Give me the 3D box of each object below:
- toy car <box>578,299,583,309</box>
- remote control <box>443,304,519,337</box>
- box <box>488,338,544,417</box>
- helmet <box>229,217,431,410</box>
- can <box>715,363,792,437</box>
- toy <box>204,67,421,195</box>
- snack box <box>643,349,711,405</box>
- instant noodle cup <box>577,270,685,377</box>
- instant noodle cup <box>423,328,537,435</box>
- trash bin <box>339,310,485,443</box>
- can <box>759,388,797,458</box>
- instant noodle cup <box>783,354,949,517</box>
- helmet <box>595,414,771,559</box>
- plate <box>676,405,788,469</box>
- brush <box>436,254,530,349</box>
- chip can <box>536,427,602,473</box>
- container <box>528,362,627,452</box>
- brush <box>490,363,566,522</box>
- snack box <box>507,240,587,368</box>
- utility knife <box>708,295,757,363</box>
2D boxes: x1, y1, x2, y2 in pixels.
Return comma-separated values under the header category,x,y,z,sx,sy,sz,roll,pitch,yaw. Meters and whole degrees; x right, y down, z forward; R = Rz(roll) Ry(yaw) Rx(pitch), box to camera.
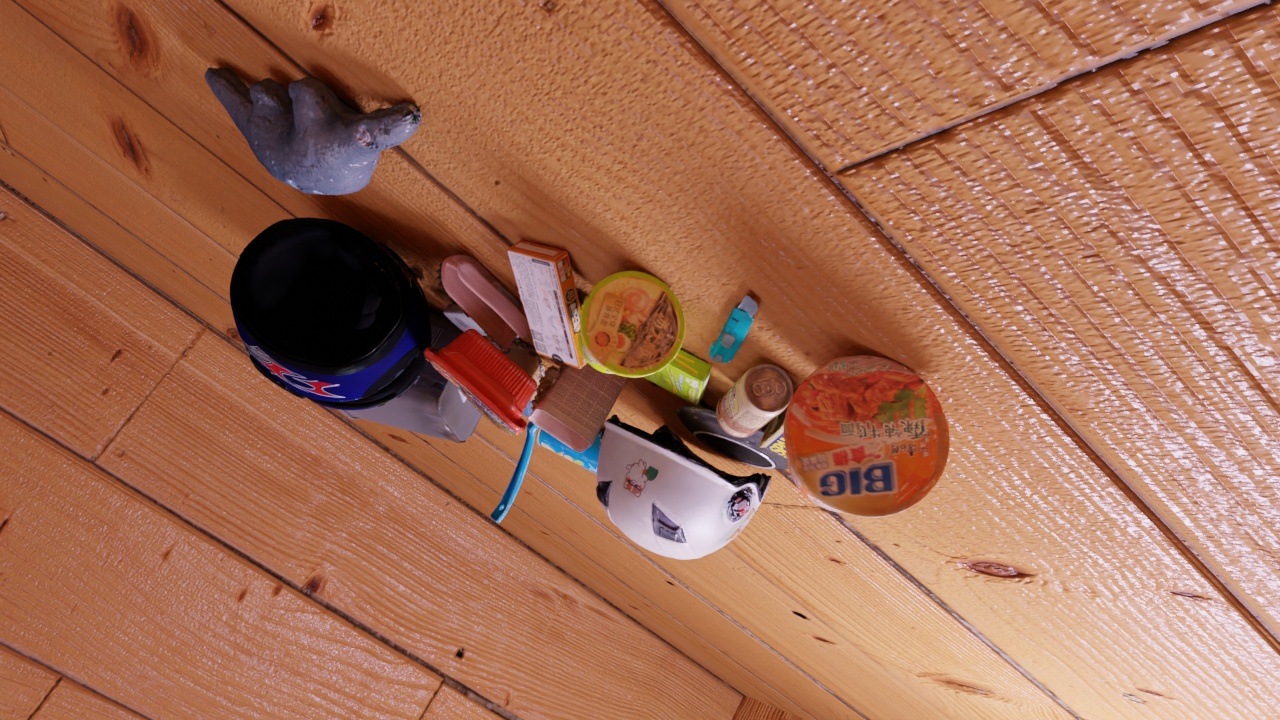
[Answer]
category,x,y,z,sx,sy,sz,roll,pitch,yaw
toy car,-0.099,-0.063,1.124,0.091,0.034,0.043,21,141,29
remote control,-0.231,-0.059,1.342,0.150,0.021,0.058,6,148,49
box,-0.198,0.025,1.435,0.090,0.061,0.184,28,158,12
helmet,-0.408,-0.044,1.278,0.315,0.247,0.240,36,164,26
can,0.126,0.046,1.028,0.058,0.058,0.116,32,160,0
toy,-0.364,-0.251,1.020,0.357,0.091,0.138,16,127,33
snack box,0.010,-0.004,1.122,0.156,0.026,0.086,28,161,10
instant noodle cup,-0.021,-0.030,1.007,0.111,0.111,0.123,34,167,-7
instant noodle cup,-0.207,0.022,1.234,0.164,0.079,0.189,41,174,-8
trash bin,-0.365,0.015,1.481,0.220,0.198,0.199,17,156,19
can,0.190,0.084,1.029,0.083,0.057,0.102,28,160,2
instant noodle cup,0.207,0.081,0.886,0.151,0.151,0.111,28,167,9
helmet,0.039,0.182,1.230,0.230,0.157,0.273,23,-179,26
plate,0.124,0.107,1.180,0.179,0.024,0.179,24,166,6
brush,-0.204,-0.082,1.198,0.073,0.063,0.145,13,151,49
chip can,-0.068,0.154,1.528,0.210,0.071,0.071,24,158,20
container,-0.083,0.052,1.261,0.090,0.110,0.090,34,160,-5
brush,-0.158,0.119,1.344,0.045,0.254,0.083,25,179,-35
snack box,-0.105,-0.064,1.078,0.075,0.026,0.154,18,135,34
utility knife,0.096,-0.029,0.963,0.029,0.013,0.182,28,159,4
